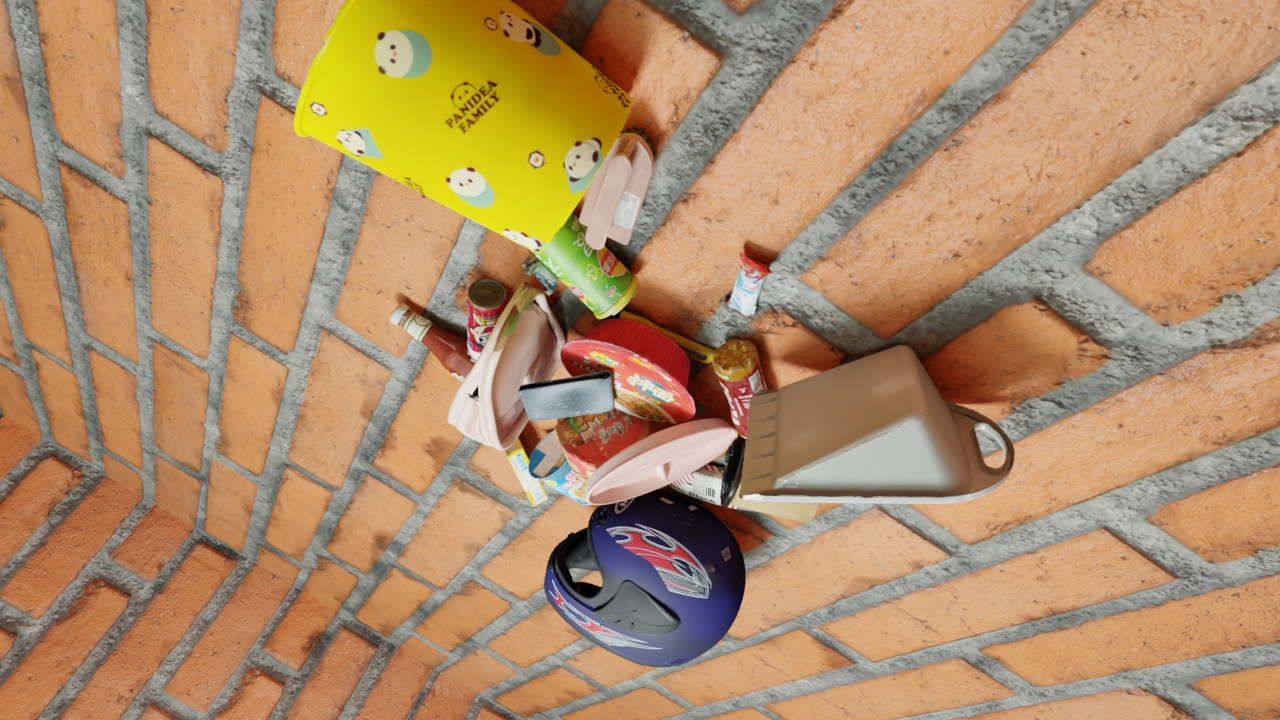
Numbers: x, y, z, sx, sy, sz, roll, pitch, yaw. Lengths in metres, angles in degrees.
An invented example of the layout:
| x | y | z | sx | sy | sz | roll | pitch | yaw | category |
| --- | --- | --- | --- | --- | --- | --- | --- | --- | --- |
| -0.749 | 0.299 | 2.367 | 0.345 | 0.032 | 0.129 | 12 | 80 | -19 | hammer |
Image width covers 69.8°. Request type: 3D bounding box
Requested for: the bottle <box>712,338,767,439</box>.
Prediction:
| x | y | z | sx | sy | sz | roll | pitch | yaw | category |
| --- | --- | --- | --- | --- | --- | --- | --- | --- | --- |
| 0.141 | 0.051 | 1.188 | 0.057 | 0.057 | 0.175 | 5 | 138 | 28 | bottle |

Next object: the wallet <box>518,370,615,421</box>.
| x | y | z | sx | sy | sz | roll | pitch | yaw | category |
| --- | --- | --- | --- | --- | --- | --- | --- | --- | --- |
| -0.095 | 0.047 | 1.205 | 0.121 | 0.019 | 0.097 | -9 | 152 | -2 | wallet |

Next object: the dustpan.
| x | y | z | sx | sy | sz | roll | pitch | yaw | category |
| --- | --- | --- | --- | --- | --- | --- | --- | --- | --- |
| 0.263 | 0.096 | 1.023 | 0.258 | 0.222 | 0.142 | -26 | 110 | 22 | dustpan |

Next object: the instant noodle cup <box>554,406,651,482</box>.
| x | y | z | sx | sy | sz | roll | pitch | yaw | category |
| --- | --- | --- | --- | --- | --- | --- | --- | --- | --- |
| -0.053 | 0.113 | 1.336 | 0.138 | 0.137 | 0.109 | 21 | 152 | 10 | instant noodle cup |

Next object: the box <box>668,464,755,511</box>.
| x | y | z | sx | sy | sz | roll | pitch | yaw | category |
| --- | --- | --- | --- | --- | --- | --- | --- | --- | --- |
| 0.114 | 0.186 | 1.392 | 0.164 | 0.051 | 0.068 | 14 | 152 | 20 | box |

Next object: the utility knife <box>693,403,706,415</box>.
| x | y | z | sx | sy | sz | roll | pitch | yaw | category |
| --- | --- | --- | --- | --- | --- | --- | --- | --- | --- |
| -0.009 | 0.033 | 1.302 | 0.218 | 0.013 | 0.029 | 22 | 146 | 4 | utility knife |

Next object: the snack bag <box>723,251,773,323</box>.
| x | y | z | sx | sy | sz | roll | pitch | yaw | category |
| --- | --- | --- | --- | --- | --- | --- | --- | --- | --- |
| 0.124 | -0.084 | 1.062 | 0.048 | 0.026 | 0.104 | 34 | 145 | 12 | snack bag |

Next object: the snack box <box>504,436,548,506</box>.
| x | y | z | sx | sy | sz | roll | pitch | yaw | category |
| --- | --- | --- | --- | --- | --- | --- | --- | --- | --- |
| -0.201 | 0.170 | 1.540 | 0.087 | 0.033 | 0.140 | 55 | 166 | 45 | snack box |

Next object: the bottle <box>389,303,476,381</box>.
| x | y | z | sx | sy | sz | roll | pitch | yaw | category |
| --- | --- | --- | --- | --- | --- | --- | --- | --- | --- |
| -0.284 | -0.016 | 1.386 | 0.206 | 0.059 | 0.060 | 35 | 144 | -4 | bottle |

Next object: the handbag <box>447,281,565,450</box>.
| x | y | z | sx | sy | sz | roll | pitch | yaw | category |
| --- | --- | --- | --- | --- | --- | --- | --- | --- | --- |
| -0.170 | -0.009 | 1.186 | 0.093 | 0.192 | 0.235 | 26 | 151 | 5 | handbag |

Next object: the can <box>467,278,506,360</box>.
| x | y | z | sx | sy | sz | roll | pitch | yaw | category |
| --- | --- | --- | --- | --- | --- | --- | --- | --- | --- |
| -0.218 | -0.053 | 1.298 | 0.053 | 0.053 | 0.133 | 23 | 144 | 6 | can |

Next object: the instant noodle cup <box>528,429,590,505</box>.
| x | y | z | sx | sy | sz | roll | pitch | yaw | category |
| --- | --- | --- | --- | --- | --- | --- | --- | --- | --- |
| -0.109 | 0.177 | 1.485 | 0.099 | 0.099 | 0.110 | -11 | 137 | 41 | instant noodle cup |

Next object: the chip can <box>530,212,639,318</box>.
| x | y | z | sx | sy | sz | roll | pitch | yaw | category |
| --- | --- | --- | --- | --- | --- | --- | --- | --- | --- |
| -0.099 | -0.146 | 1.092 | 0.221 | 0.072 | 0.073 | 44 | 141 | -21 | chip can |

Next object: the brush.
| x | y | z | sx | sy | sz | roll | pitch | yaw | category |
| --- | --- | --- | --- | --- | --- | --- | --- | --- | --- |
| -0.024 | -0.186 | 0.994 | 0.063 | 0.072 | 0.146 | 28 | 142 | 2 | brush |

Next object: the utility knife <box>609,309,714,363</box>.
| x | y | z | sx | sy | sz | roll | pitch | yaw | category |
| --- | --- | --- | --- | --- | --- | --- | --- | --- | --- |
| 0.036 | -0.028 | 1.196 | 0.171 | 0.015 | 0.033 | 23 | 147 | 7 | utility knife |

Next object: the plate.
| x | y | z | sx | sy | sz | roll | pitch | yaw | category |
| --- | --- | --- | --- | --- | --- | --- | --- | --- | --- |
| 0.027 | 0.139 | 1.273 | 0.028 | 0.229 | 0.230 | 66 | 149 | 19 | plate |

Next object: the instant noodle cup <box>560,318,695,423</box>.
| x | y | z | sx | sy | sz | roll | pitch | yaw | category |
| --- | --- | --- | --- | --- | --- | --- | --- | --- | --- |
| -0.007 | 0.007 | 1.206 | 0.194 | 0.065 | 0.194 | 21 | 155 | 10 | instant noodle cup |

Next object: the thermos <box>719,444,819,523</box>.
| x | y | z | sx | sy | sz | roll | pitch | yaw | category |
| --- | --- | --- | --- | --- | --- | --- | --- | --- | --- |
| 0.179 | 0.179 | 1.301 | 0.143 | 0.092 | 0.093 | 19 | 144 | -1 | thermos |

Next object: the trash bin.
| x | y | z | sx | sy | sz | roll | pitch | yaw | category |
| --- | --- | --- | --- | --- | --- | --- | --- | --- | --- |
| -0.161 | -0.249 | 0.893 | 0.255 | 0.229 | 0.230 | 31 | 145 | -14 | trash bin |

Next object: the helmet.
| x | y | z | sx | sy | sz | roll | pitch | yaw | category |
| --- | --- | --- | --- | --- | --- | --- | --- | --- | --- |
| 0.013 | 0.321 | 1.453 | 0.315 | 0.246 | 0.241 | 23 | 117 | 12 | helmet |

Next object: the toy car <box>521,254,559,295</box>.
| x | y | z | sx | sy | sz | roll | pitch | yaw | category |
| --- | --- | --- | --- | --- | --- | --- | --- | --- | --- |
| -0.121 | -0.111 | 1.146 | 0.043 | 0.034 | 0.090 | 48 | -177 | -18 | toy car |
